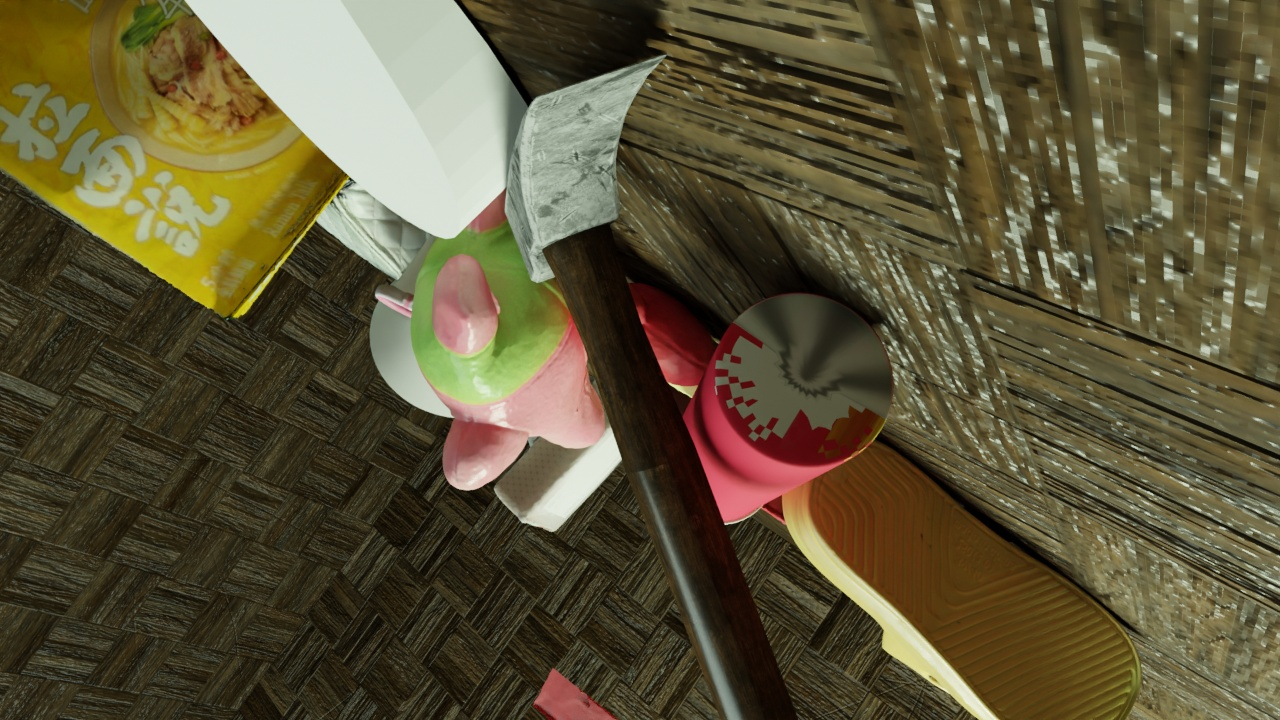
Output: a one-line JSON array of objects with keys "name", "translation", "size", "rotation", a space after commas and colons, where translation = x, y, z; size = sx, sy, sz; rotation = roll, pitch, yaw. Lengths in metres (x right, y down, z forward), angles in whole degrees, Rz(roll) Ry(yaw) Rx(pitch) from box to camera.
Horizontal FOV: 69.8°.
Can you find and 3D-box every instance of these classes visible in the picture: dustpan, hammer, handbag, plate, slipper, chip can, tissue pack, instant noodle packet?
[{"name": "dustpan", "translation": [-0.136, -0.159, 0.363], "size": [0.191, 0.053, 0.258], "rotation": [31, 161, 36]}, {"name": "hammer", "translation": [0.020, 0.053, 0.345], "size": [0.218, 0.037, 0.300], "rotation": [177, 72, -80]}, {"name": "handbag", "translation": [-0.279, -0.164, 0.865], "size": [0.195, 0.072, 0.139], "rotation": [30, 164, 42]}, {"name": "plate", "translation": [-0.164, -0.033, 0.857], "size": [0.174, 0.173, 0.036], "rotation": [35, 152, 6]}, {"name": "slipper", "translation": [0.184, 0.144, 0.555], "size": [0.263, 0.099, 0.078], "rotation": [41, 160, -10]}, {"name": "chip can", "translation": [0.053, 0.034, 0.441], "size": [0.069, 0.069, 0.221], "rotation": [35, 166, 6]}, {"name": "tissue pack", "translation": [-0.047, 0.059, 0.794], "size": [0.071, 0.181, 0.104], "rotation": [45, 179, 22]}, {"name": "instant noodle packet", "translation": [-0.280, -0.150, 0.528], "size": [0.221, 0.163, 0.084], "rotation": [38, 174, -22]}]

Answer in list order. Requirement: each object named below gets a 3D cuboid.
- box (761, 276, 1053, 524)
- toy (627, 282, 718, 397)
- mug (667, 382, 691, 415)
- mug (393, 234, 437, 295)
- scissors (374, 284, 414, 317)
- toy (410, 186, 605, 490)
[{"name": "box", "translation": [0.226, 0.065, 0.841], "size": [0.213, 0.373, 0.148], "rotation": [33, 141, 18]}, {"name": "toy", "translation": [0.007, -0.018, 0.537], "size": [0.135, 0.045, 0.092], "rotation": [38, 176, -38]}, {"name": "mug", "translation": [0.057, 0.040, 0.647], "size": [0.082, 0.073, 0.106], "rotation": [31, 144, 33]}, {"name": "mug", "translation": [-0.148, -0.064, 0.807], "size": [0.110, 0.090, 0.074], "rotation": [39, 173, -33]}, {"name": "scissors", "translation": [-0.123, -0.025, 0.708], "size": [0.170, 0.013, 0.176], "rotation": [26, 162, -11]}, {"name": "toy", "translation": [-0.075, -0.009, 0.565], "size": [0.097, 0.191, 0.237], "rotation": [-2, 148, 16]}]
